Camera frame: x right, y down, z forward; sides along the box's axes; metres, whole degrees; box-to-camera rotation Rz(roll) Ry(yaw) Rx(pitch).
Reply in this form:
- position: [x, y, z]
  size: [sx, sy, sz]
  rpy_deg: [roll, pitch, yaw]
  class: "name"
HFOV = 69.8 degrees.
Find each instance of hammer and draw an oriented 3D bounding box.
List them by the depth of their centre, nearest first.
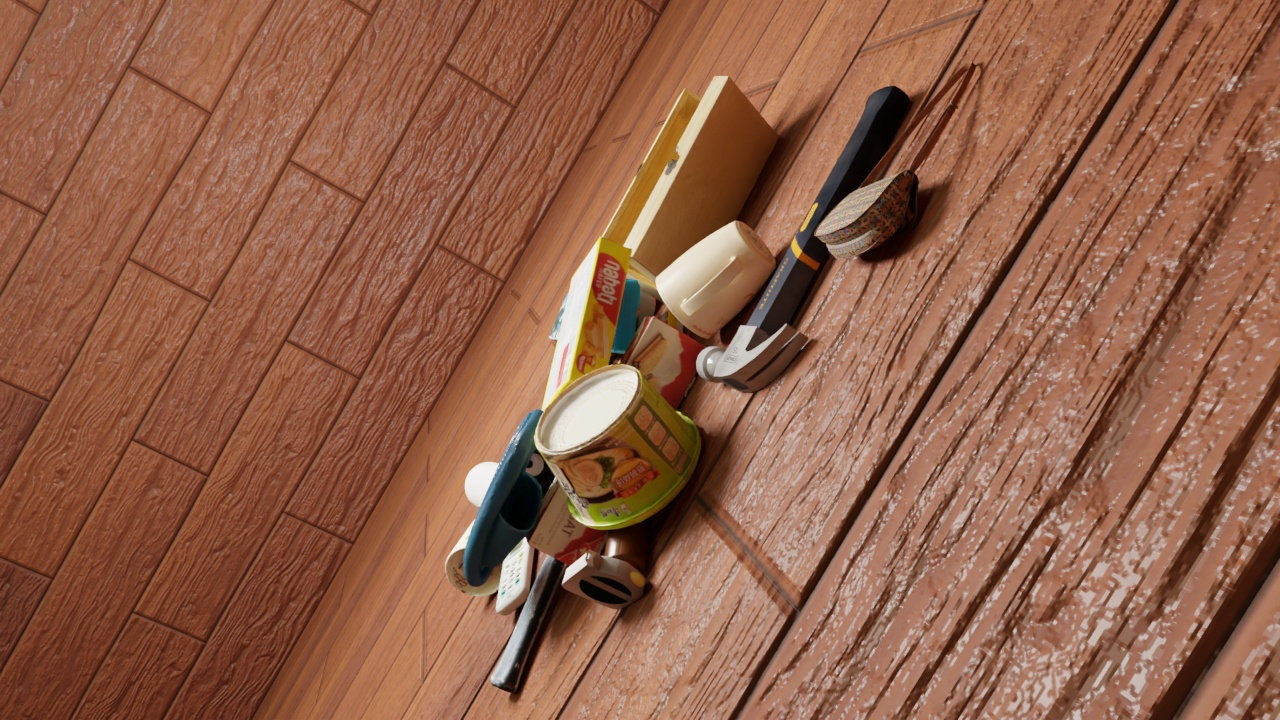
- position: [0.157, -0.113, 0.846]
  size: [0.312, 0.035, 0.139]
  rpy_deg: [-61, 17, -5]
  class: "hammer"
- position: [-0.093, 0.211, 1.039]
  size: [0.141, 0.036, 0.325]
  rpy_deg: [-27, 37, 60]
  class: "hammer"

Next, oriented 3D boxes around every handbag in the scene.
- position: [0.223, -0.165, 0.756]
  size: [0.195, 0.043, 0.093]
  rpy_deg: [-54, 11, -9]
  class: "handbag"

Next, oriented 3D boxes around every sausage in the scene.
- position: [-0.009, 0.146, 0.886]
  size: [0.040, 0.040, 0.155]
  rpy_deg: [-50, 19, 32]
  class: "sausage"

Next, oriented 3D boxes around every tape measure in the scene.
- position: [-0.032, 0.196, 0.817]
  size: [0.064, 0.065, 0.016]
  rpy_deg: [-46, 20, 46]
  class: "tape measure"

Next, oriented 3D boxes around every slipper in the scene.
- position: [-0.130, 0.145, 0.957]
  size: [0.103, 0.059, 0.214]
  rpy_deg: [-68, 0, -66]
  class: "slipper"

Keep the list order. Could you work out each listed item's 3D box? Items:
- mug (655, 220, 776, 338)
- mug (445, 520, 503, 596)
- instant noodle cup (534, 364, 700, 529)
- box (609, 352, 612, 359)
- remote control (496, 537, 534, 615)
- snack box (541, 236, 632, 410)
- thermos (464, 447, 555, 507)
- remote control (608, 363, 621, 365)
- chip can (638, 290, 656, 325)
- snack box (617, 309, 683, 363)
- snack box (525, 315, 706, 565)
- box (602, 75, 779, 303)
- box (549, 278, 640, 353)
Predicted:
- position: [0.078, -0.082, 0.925]
  size: [0.104, 0.085, 0.111]
  rpy_deg: [-41, 5, 21]
  class: "mug"
- position: [-0.198, 0.250, 1.250]
  size: [0.122, 0.081, 0.097]
  rpy_deg: [-31, 18, 18]
  class: "mug"
- position: [-0.027, 0.077, 0.863]
  size: [0.146, 0.098, 0.146]
  rpy_deg: [-27, 30, 16]
  class: "instant noodle cup"
- position: [-0.077, -0.021, 1.395]
  size: [0.157, 0.063, 0.215]
  rpy_deg: [125, 167, -58]
  class: "box"
- position: [-0.151, 0.261, 1.143]
  size: [0.050, 0.022, 0.133]
  rpy_deg: [-42, 21, 18]
  class: "remote control"
- position: [-0.059, -0.032, 1.000]
  size: [0.092, 0.042, 0.200]
  rpy_deg: [131, 155, -51]
  class: "snack box"
- position: [-0.175, 0.162, 1.238]
  size: [0.230, 0.068, 0.101]
  rpy_deg: [-4, 97, 62]
  class: "thermos"
- position: [-0.041, 0.020, 0.985]
  size: [0.039, 0.010, 0.125]
  rpy_deg: [-63, 13, -12]
  class: "remote control"
- position: [-0.007, -0.128, 1.321]
  size: [0.062, 0.062, 0.210]
  rpy_deg: [-52, 18, 27]
  class: "chip can"
- position: [-0.007, 0.006, 1.106]
  size: [0.149, 0.025, 0.061]
  rpy_deg: [-45, 14, 22]
  class: "snack box"
- position: [-0.024, 0.088, 0.972]
  size: [0.273, 0.076, 0.044]
  rpy_deg: [-61, 11, -4]
  class: "snack box"
- position: [0.060, -0.203, 1.130]
  size: [0.248, 0.141, 0.148]
  rpy_deg: [-62, 19, -8]
  class: "box"
- position: [-0.065, -0.058, 1.192]
  size: [0.244, 0.066, 0.091]
  rpy_deg: [-173, 87, -73]
  class: "box"
